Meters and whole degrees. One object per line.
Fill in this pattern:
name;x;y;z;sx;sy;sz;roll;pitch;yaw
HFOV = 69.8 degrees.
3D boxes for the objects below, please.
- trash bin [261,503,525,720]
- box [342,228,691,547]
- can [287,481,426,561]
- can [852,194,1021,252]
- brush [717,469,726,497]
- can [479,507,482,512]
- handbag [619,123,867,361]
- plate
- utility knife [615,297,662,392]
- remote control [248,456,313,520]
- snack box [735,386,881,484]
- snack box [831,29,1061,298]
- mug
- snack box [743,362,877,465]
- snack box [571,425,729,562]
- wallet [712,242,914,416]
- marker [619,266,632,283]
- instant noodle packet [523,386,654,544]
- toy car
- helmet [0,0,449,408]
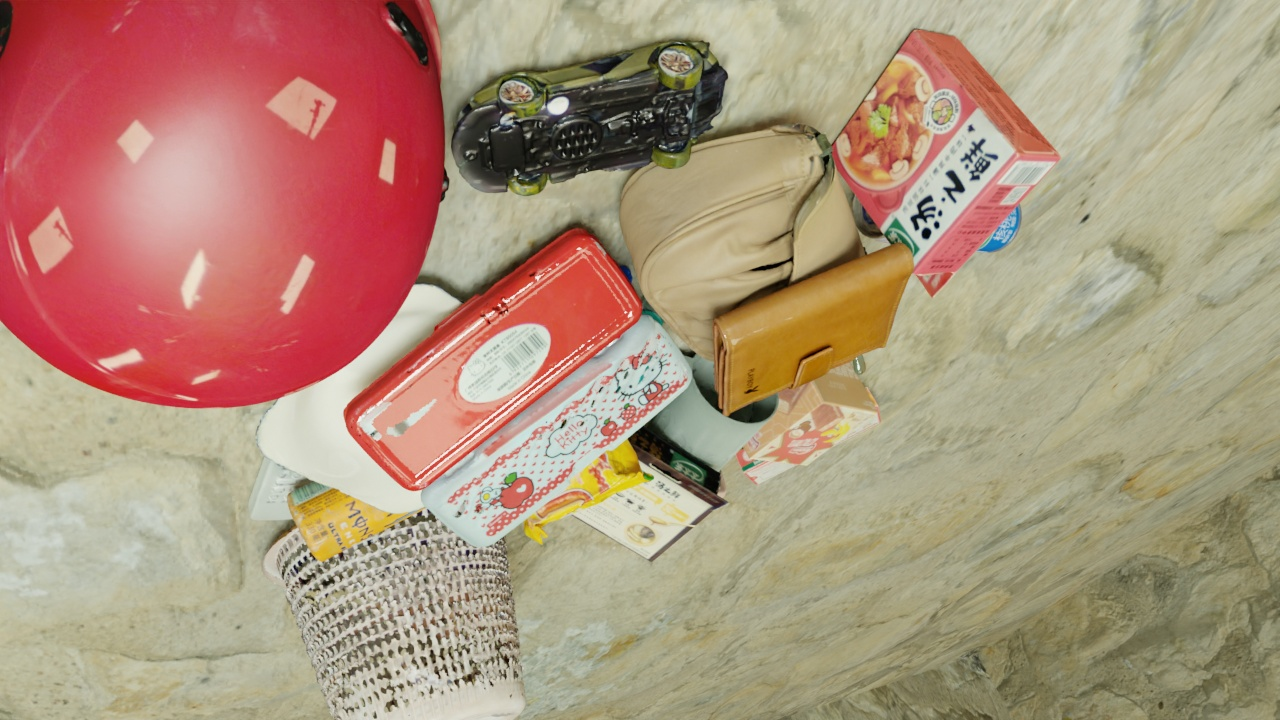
trash bin;-0.197;0.237;0.806;0.227;0.192;0.228;-18;155;-9
box;-0.073;0.026;0.610;0.201;0.050;0.161;-38;122;-1
can;-0.193;0.096;0.708;0.145;0.058;0.058;-27;152;-19
can;0.224;-0.111;0.690;0.134;0.053;0.053;0;143;-34
brush;0.005;0.112;0.873;0.145;0.063;0.073;-6;137;-8
can;-0.099;0.085;0.771;0.094;0.066;0.066;-41;145;28
handbag;0.076;-0.066;0.617;0.148;0.099;0.204;-26;154;12
plate;-0.163;0.025;0.635;0.164;0.034;0.163;-44;137;5
utility knife;-0.004;0.004;0.741;0.029;0.013;0.179;21;134;7
remote control;-0.257;0.079;0.701;0.058;0.021;0.150;0;143;-34
snack box;0.182;0.083;0.986;0.156;0.027;0.077;-28;157;8
snack box;0.180;-0.121;0.586;0.044;0.113;0.127;-7;146;-32
mug;0.042;0.042;0.799;0.124;0.083;0.104;19;137;-14
snack box;0.146;0.039;0.851;0.092;0.077;0.095;12;136;-45
snack box;-0.001;0.106;0.782;0.113;0.053;0.126;33;129;-11
wallet;0.109;-0.016;0.604;0.130;0.035;0.119;-23;147;-8
marker;-0.022;-0.021;0.705;0.017;0.017;0.146;-13;148;-17
instant noodle packet;-0.062;0.061;0.695;0.111;0.128;0.044;-28;159;9
toy car;-0.027;-0.133;0.499;0.158;0.042;0.070;-15;149;-15
helmet;-0.180;-0.071;0.402;0.206;0.143;0.241;12;134;-42
